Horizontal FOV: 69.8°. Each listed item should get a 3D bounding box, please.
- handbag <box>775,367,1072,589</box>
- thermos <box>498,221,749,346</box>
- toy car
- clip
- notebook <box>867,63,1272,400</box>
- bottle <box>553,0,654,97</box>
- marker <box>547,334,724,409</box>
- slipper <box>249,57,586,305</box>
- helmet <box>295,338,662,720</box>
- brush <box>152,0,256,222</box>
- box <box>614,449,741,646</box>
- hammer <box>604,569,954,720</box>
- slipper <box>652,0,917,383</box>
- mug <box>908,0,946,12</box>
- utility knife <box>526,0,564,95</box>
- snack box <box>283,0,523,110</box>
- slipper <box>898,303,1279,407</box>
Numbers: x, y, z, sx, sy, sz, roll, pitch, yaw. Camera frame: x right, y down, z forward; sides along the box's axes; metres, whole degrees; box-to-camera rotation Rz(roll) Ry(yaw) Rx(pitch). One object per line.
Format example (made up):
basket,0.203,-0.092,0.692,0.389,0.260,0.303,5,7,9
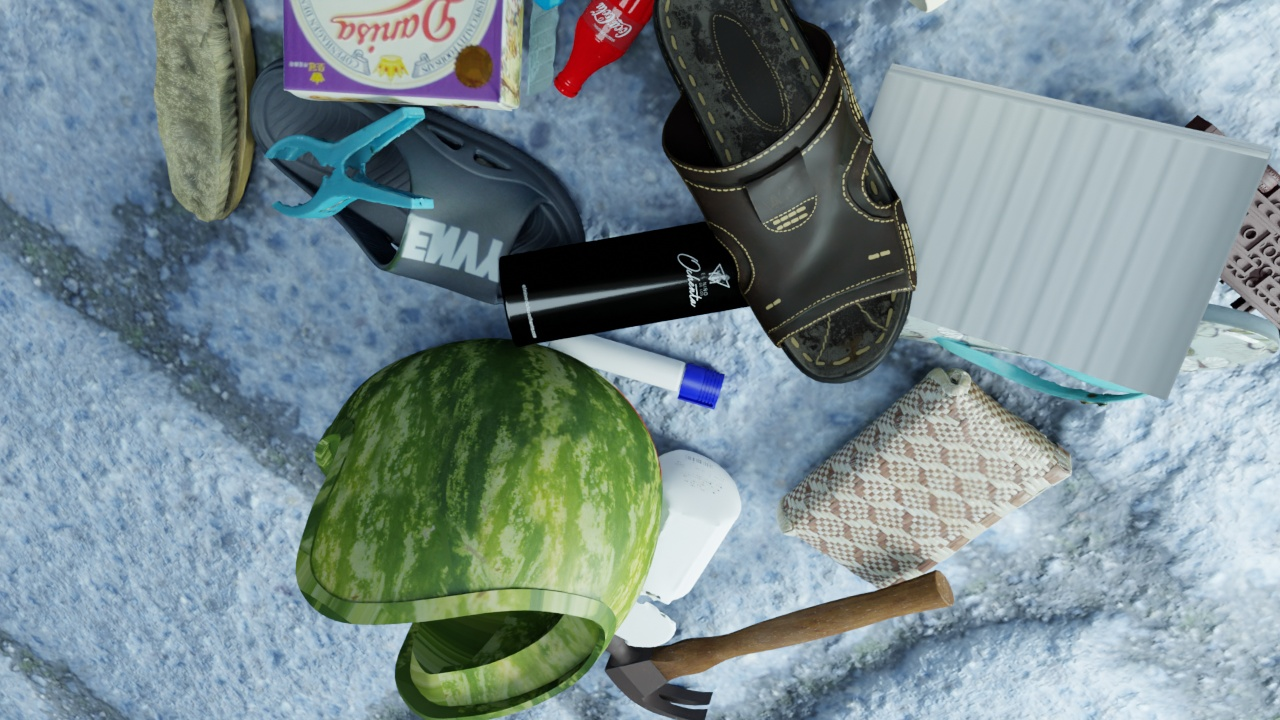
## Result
handbag,0.204,0.092,0.678,0.124,0.046,0.186,35,122,-14
thermos,0.026,-0.058,0.609,0.231,0.061,0.061,-10,116,-1
toy car,0.366,-0.071,0.545,0.170,0.061,0.070,37,119,-9
clip,-0.189,-0.108,0.595,0.127,0.028,0.114,8,97,24
notebook,0.222,-0.080,0.536,0.210,0.009,0.143,22,100,23
bottle,-0.015,-0.214,0.570,0.036,0.036,0.119,38,119,-9
marker,-0.004,0.004,0.691,0.133,0.023,0.027,16,117,4
slipper,-0.159,-0.116,0.630,0.268,0.083,0.111,31,118,-3
helmet,-0.106,0.097,0.643,0.243,0.246,0.213,-17,137,1
brush,-0.306,-0.188,0.645,0.059,0.043,0.196,16,121,3
box,0.013,0.155,0.730,0.083,0.092,0.166,18,123,-11
hammer,0.103,0.230,0.761,0.324,0.033,0.115,-27,108,32
slipper,0.082,-0.111,0.530,0.113,0.075,0.268,-22,97,13
mug,0.169,-0.249,0.483,0.100,0.096,0.120,-37,145,17
utility knife,-0.055,-0.265,0.556,0.031,0.015,0.206,10,111,6
snack box,-0.145,-0.234,0.565,0.143,0.040,0.148,6,102,9
slipper,0.245,-0.006,0.587,0.269,0.098,0.054,8,75,19
